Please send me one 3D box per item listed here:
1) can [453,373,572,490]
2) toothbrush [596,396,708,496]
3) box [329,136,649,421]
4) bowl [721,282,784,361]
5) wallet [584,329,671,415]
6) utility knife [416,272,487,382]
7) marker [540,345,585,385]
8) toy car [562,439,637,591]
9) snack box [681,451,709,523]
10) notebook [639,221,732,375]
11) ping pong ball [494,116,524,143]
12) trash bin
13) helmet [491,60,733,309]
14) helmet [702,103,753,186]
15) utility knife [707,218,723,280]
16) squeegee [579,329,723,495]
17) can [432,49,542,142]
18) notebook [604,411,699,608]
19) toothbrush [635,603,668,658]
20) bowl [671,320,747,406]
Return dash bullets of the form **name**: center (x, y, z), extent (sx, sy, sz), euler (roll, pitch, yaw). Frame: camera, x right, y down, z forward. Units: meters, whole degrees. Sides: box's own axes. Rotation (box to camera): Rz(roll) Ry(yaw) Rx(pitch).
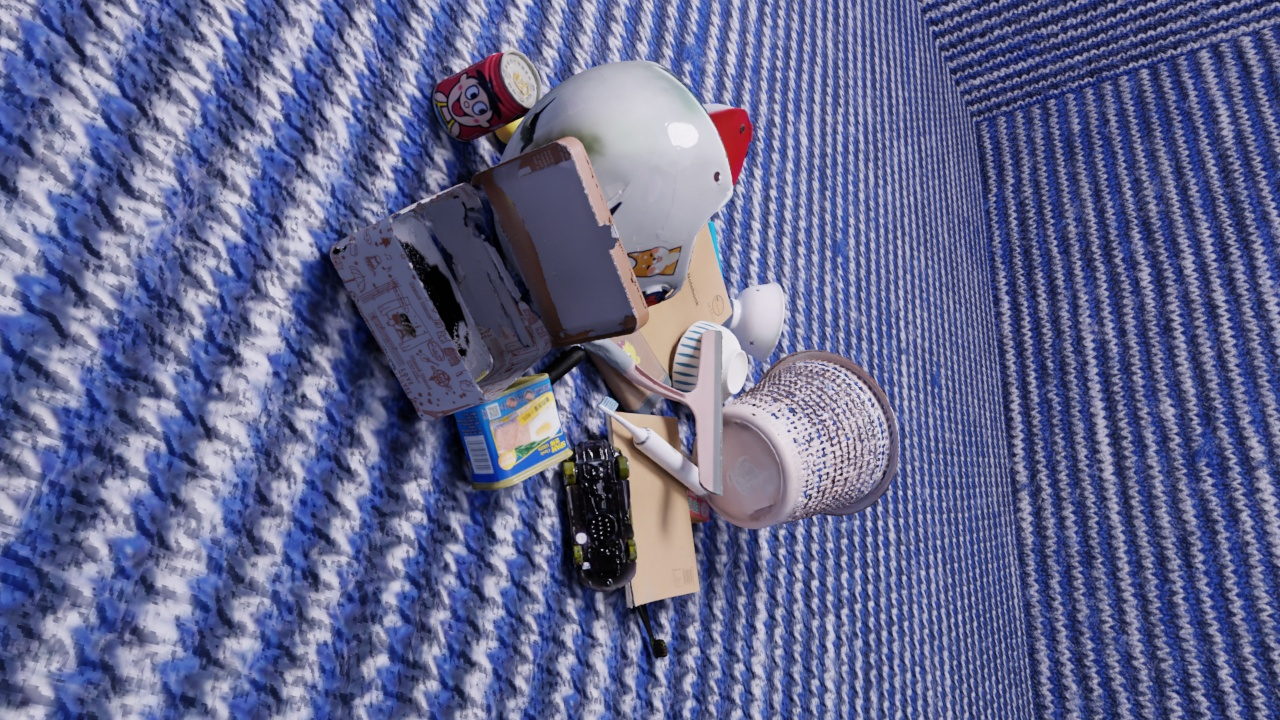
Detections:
- **can**: center (-0.121, 0.065, 0.864), extent (0.101, 0.057, 0.083), euler (-23, 102, -47)
- **toothbrush**: center (0.018, 0.099, 1.040), extent (0.026, 0.027, 0.221), euler (-54, 133, -7)
- **box**: center (-0.115, -0.069, 0.786), extent (0.183, 0.194, 0.156), euler (64, 33, -15)
- **bowl**: center (0.156, -0.061, 1.341), extent (0.064, 0.119, 0.118), euler (9, 65, -14)
- **wallet**: center (-0.013, 0.004, 1.092), extent (0.115, 0.033, 0.090), euler (57, 46, -23)
- **utility knife**: center (-0.168, -0.003, 0.869), extent (0.206, 0.021, 0.030), euler (56, 42, -18)
- **marker**: center (-0.096, 0.017, 0.970), extent (0.020, 0.022, 0.131), euler (62, 34, -10)
- **toy car**: center (-0.043, 0.162, 0.963), extent (0.042, 0.070, 0.158), euler (123, -38, -76)
- **snack box**: center (0.034, 0.146, 1.120), extent (0.155, 0.027, 0.077), euler (30, 55, -49)
- **notebook**: center (0.051, -0.077, 1.194), extent (0.207, 0.008, 0.148), euler (-43, 124, -42)
- **ping pong ball**: center (-0.138, -0.253, 0.988), extent (0.040, 0.040, 0.040), euler (27, 57, -51)
- **trash bin**: center (0.180, 0.114, 1.156), extent (0.191, 0.228, 0.227), euler (-16, 92, -45)
- **helmet**: center (-0.055, -0.158, 0.891), extent (0.156, 0.275, 0.230), euler (-14, 63, -49)
- **helmet**: center (0.024, -0.239, 1.110), extent (0.239, 0.207, 0.144), euler (-58, 157, -81)
- **utility knife**: center (0.102, -0.159, 1.336), extent (0.018, 0.034, 0.204), euler (8, 70, -43)
- **squeegee**: center (-0.006, 0.006, 1.046), extent (0.249, 0.040, 0.247), euler (32, 43, -28)
- **can**: center (-0.152, -0.265, 0.919), extent (0.066, 0.094, 0.066), euler (28, 56, -50)
- **notebook**: center (0.017, 0.166, 1.049), extent (0.149, 0.012, 0.211), euler (10, 69, -57)
- **toothbrush**: center (-0.011, 0.236, 1.017), extent (0.026, 0.027, 0.212), euler (-34, 107, -61)
- **bowl**: center (0.098, 0.010, 1.202), extent (0.116, 0.066, 0.116), euler (-26, 122, -52)
